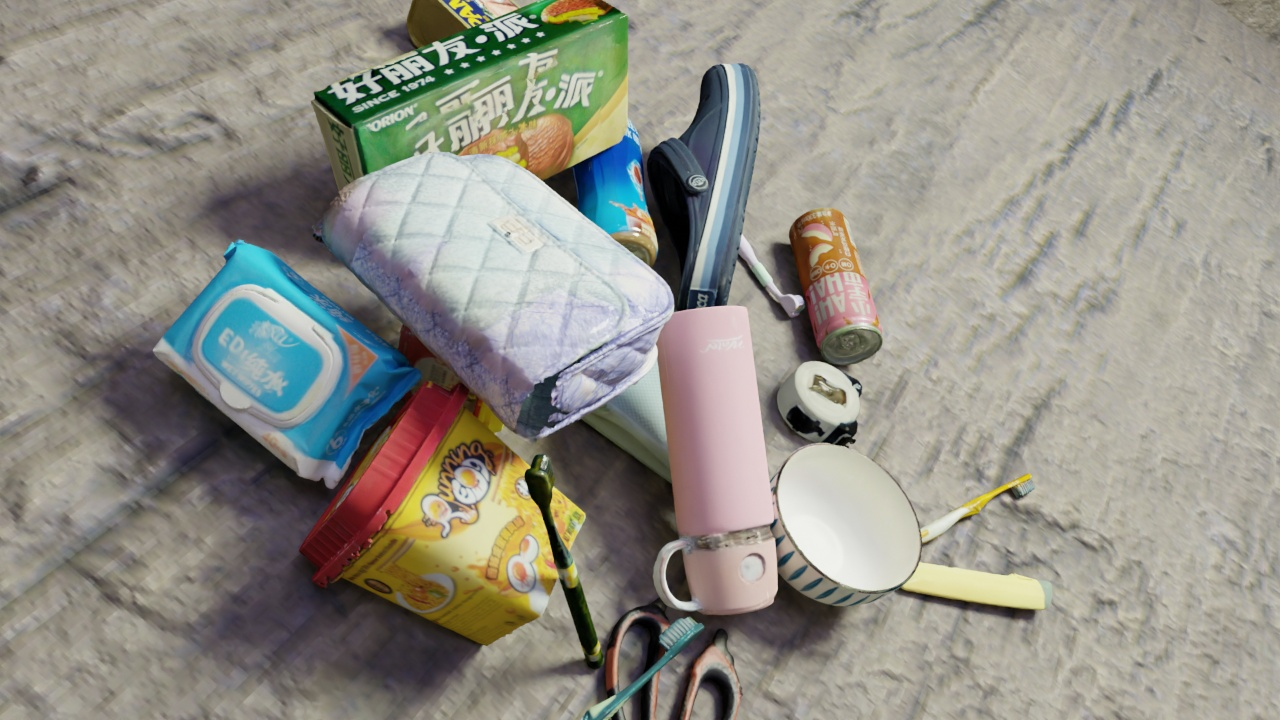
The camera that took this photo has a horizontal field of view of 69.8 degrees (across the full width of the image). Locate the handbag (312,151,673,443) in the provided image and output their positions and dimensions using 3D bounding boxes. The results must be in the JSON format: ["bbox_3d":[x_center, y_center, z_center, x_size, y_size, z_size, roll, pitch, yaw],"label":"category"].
[{"bbox_3d":[-0.084,-0.050,0.550,0.194,0.076,0.133,39,49,24],"label":"handbag"}]

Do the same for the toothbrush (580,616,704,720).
[{"bbox_3d":[-0.032,0.207,0.529,0.191,0.016,0.018,-32,59,-32],"label":"toothbrush"}]

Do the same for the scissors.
[{"bbox_3d":[0.022,0.250,0.539,0.196,0.015,0.205,-18,65,-37],"label":"scissors"}]

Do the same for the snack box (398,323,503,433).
[{"bbox_3d":[-0.118,-0.003,0.612,0.080,0.091,0.081,18,46,-6],"label":"snack box"}]

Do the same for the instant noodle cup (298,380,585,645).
[{"bbox_3d":[-0.110,0.095,0.532,0.123,0.116,0.115,38,45,-13],"label":"instant noodle cup"}]

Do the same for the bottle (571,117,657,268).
[{"bbox_3d":[-0.028,-0.167,0.800,0.065,0.065,0.218,9,52,-22],"label":"bottle"}]

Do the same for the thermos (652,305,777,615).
[{"bbox_3d":[0.042,0.066,0.610,0.087,0.067,0.198,-3,85,-22],"label":"thermos"}]

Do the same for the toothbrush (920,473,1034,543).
[{"bbox_3d":[0.278,0.128,0.769,0.190,0.016,0.018,-16,73,-36],"label":"toothbrush"}]

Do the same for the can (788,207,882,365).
[{"bbox_3d":[0.177,-0.070,0.839,0.058,0.058,0.147,10,52,-22],"label":"can"}]

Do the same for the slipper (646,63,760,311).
[{"bbox_3d":[0.050,-0.148,0.800,0.095,0.105,0.252,9,62,0],"label":"slipper"}]

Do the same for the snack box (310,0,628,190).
[{"bbox_3d":[-0.116,-0.184,0.693,0.239,0.115,0.063,-33,57,-27],"label":"snack box"}]

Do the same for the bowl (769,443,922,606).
[{"bbox_3d":[0.134,0.125,0.659,0.116,0.066,0.116,13,50,-17],"label":"bowl"}]

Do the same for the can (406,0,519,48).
[{"bbox_3d":[-0.149,-0.301,0.847,0.102,0.057,0.083,43,45,8],"label":"can"}]

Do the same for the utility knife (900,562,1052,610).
[{"bbox_3d":[0.241,0.170,0.715,0.198,0.021,0.030,15,46,-18],"label":"utility knife"}]

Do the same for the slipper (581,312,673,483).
[{"bbox_3d":[-0.004,0.004,0.676,0.245,0.074,0.103,42,48,5],"label":"slipper"}]

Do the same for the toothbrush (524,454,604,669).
[{"bbox_3d":[-0.039,0.118,0.509,0.012,0.186,0.017,0,43,11],"label":"toothbrush"}]

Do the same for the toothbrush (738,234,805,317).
[{"bbox_3d":[0.092,-0.117,0.858,0.021,0.029,0.189,-33,70,-2],"label":"toothbrush"}]

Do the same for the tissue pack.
[{"bbox_3d":[-0.211,0.001,0.550,0.140,0.063,0.090,38,89,3],"label":"tissue pack"}]

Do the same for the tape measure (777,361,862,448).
[{"bbox_3d":[0.148,0.035,0.760,0.066,0.034,0.065,25,46,-9],"label":"tape measure"}]
